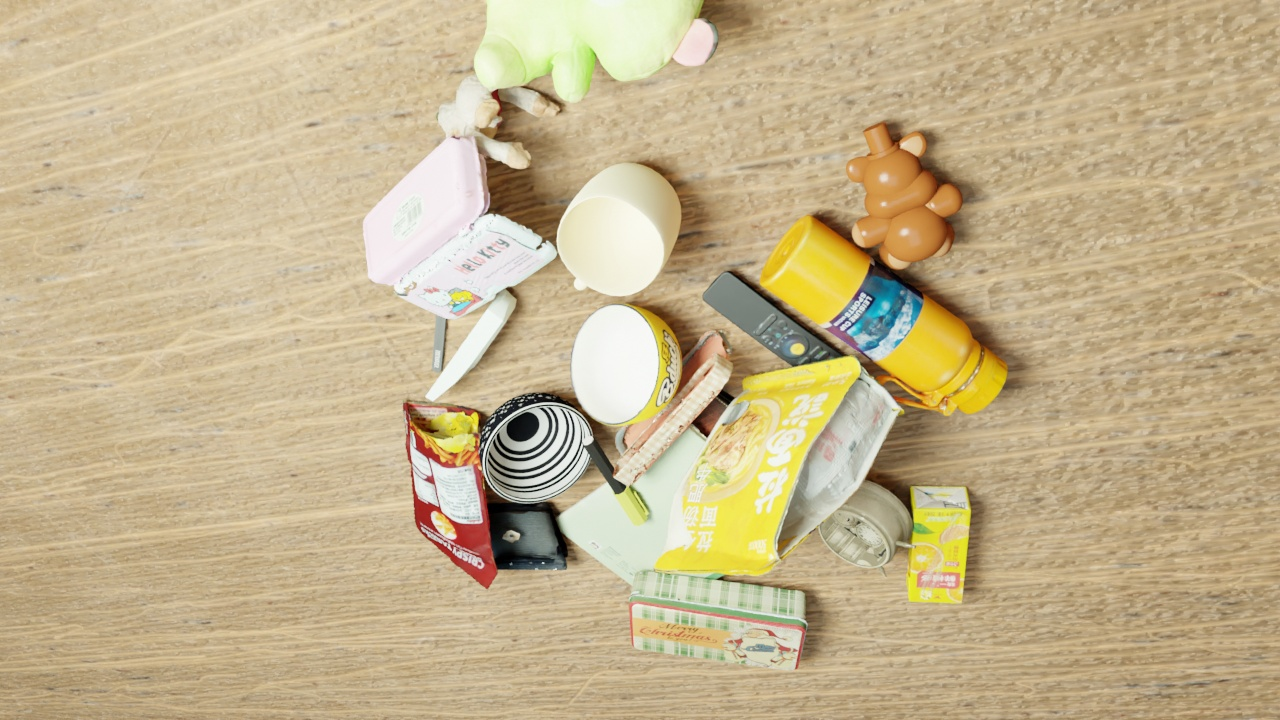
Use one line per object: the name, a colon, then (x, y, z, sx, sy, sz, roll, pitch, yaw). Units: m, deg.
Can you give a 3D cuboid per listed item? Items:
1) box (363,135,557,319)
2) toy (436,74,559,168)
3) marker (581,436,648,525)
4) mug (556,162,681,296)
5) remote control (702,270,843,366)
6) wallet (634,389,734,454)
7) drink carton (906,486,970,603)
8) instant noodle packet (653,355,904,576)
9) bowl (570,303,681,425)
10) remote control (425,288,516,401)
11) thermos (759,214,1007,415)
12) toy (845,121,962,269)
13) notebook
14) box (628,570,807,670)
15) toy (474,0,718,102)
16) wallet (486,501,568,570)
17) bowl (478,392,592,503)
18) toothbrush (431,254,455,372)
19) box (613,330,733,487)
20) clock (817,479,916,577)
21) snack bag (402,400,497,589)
box: (-0.181, -0.106, 0.835, 0.202, 0.077, 0.146, -23, 104, 48)
toy: (-0.137, -0.208, 0.804, 0.106, 0.085, 0.074, 2, 156, 33)
marker: (-0.026, 0.129, 0.984, 0.021, 0.017, 0.124, -30, 119, 0)
mug: (-0.019, -0.116, 0.819, 0.096, 0.099, 0.120, 36, 128, -8)
remote control: (0.129, -0.033, 0.887, 0.152, 0.020, 0.041, 36, 121, -12)
wallet: (0.055, 0.079, 0.972, 0.072, 0.019, 0.123, 33, 122, -9)
drink carton: (0.316, 0.199, 0.977, 0.058, 0.042, 0.135, 0, 122, 11)
instant noodle packet: (0.112, 0.104, 0.828, 0.084, 0.221, 0.163, 50, 148, -18)
bowl: (-0.005, 0.005, 0.898, 0.117, 0.067, 0.117, -3, 85, 41)
remote control: (-0.171, -0.014, 0.944, 0.024, 0.049, 0.144, 35, 122, -10)
thermos: (0.219, -0.031, 0.835, 0.232, 0.076, 0.092, 33, 124, -9)
toy: (0.220, -0.141, 0.784, 0.095, 0.065, 0.128, -22, 106, 15)
notebook: (0.038, 0.185, 1.028, 0.182, 0.010, 0.253, 40, 129, -14)
box: (0.090, 0.309, 1.079, 0.205, 0.051, 0.118, 7, 133, 8)
toy: (-0.034, -0.283, 0.724, 0.197, 0.107, 0.150, -3, 98, 3)
wallet: (-0.145, 0.206, 1.086, 0.115, 0.026, 0.089, -4, 120, 21)
bowl: (-0.117, 0.083, 0.976, 0.120, 0.066, 0.120, -11, 120, -20)
toothbrush: (-0.205, -0.054, 0.950, 0.013, 0.013, 0.168, 16, 126, 3)
box: (0.031, 0.049, 0.927, 0.041, 0.082, 0.187, 33, 121, -13)
clock: (0.214, 0.163, 0.958, 0.141, 0.054, 0.093, 35, 143, 13)
snack bag: (-0.221, 0.152, 1.042, 0.139, 0.066, 0.208, 20, 122, 31)
